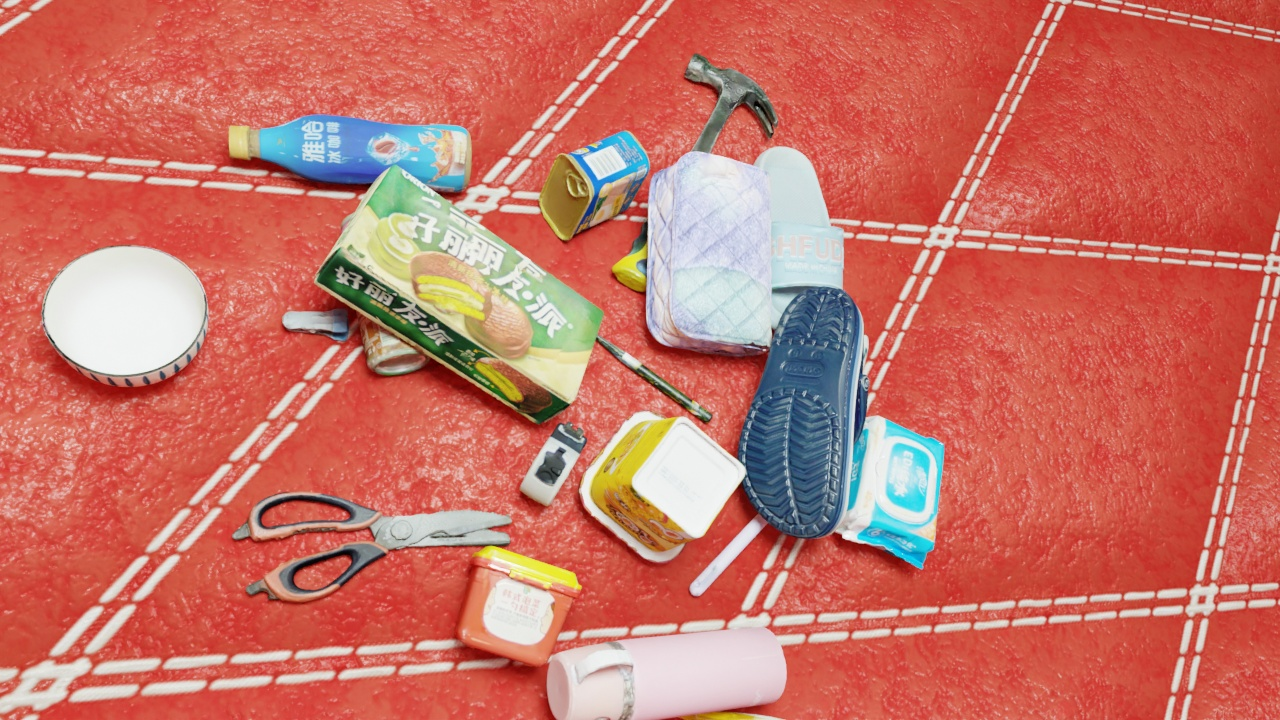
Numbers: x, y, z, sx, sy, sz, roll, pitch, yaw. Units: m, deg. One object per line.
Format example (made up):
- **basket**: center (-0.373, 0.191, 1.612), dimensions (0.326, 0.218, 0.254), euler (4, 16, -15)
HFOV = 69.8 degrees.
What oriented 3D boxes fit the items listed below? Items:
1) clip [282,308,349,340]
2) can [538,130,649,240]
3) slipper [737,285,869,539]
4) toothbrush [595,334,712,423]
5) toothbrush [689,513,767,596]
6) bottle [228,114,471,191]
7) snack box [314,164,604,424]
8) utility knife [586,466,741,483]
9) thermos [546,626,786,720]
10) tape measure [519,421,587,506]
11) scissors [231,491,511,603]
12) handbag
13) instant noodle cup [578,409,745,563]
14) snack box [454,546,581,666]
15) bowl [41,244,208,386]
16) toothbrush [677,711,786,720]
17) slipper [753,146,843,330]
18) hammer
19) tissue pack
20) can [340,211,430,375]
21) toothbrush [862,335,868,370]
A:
- **clip**: center (-0.292, -0.034, 0.826), dimensions (0.058, 0.041, 0.026), euler (4, 68, -12)
- **can**: center (-0.046, -0.178, 0.929), dimensions (0.083, 0.102, 0.057), euler (-31, 80, -31)
- **slipper**: center (0.166, 0.052, 0.895), dimensions (0.095, 0.105, 0.252), euler (37, 59, -52)
- **toothbrush**: center (-0.005, 0.005, 0.908), dimensions (0.186, 0.017, 0.012), euler (36, 99, -1)
- **toothbrush**: center (0.111, 0.160, 0.880), dimensions (0.029, 0.021, 0.188), euler (27, 54, 39)
- **bottle**: center (-0.275, -0.201, 0.880), dimensions (0.218, 0.065, 0.065), euler (1, 67, -18)
- **snack box**: center (-0.152, -0.054, 0.812), dimensions (0.240, 0.063, 0.114), euler (35, 47, -21)
- **utility knife**: center (0.044, 0.111, 0.883), dimensions (0.198, 0.021, 0.031), euler (2, 73, -23)
- **thermos**: center (0.026, 0.255, 0.753), dimensions (0.198, 0.087, 0.067), euler (5, 46, -28)
- **tape measure**: center (-0.079, 0.094, 0.815), dimensions (0.033, 0.066, 0.065), euler (30, 59, 1)
- **scissors**: center (-0.218, 0.158, 0.769), dimensions (0.205, 0.015, 0.196), euler (36, 59, -1)
- **handbag**: center (0.073, -0.106, 0.928), dimensions (0.134, 0.076, 0.193), euler (8, 80, -29)
- **instant noodle cup**: center (0.023, 0.106, 0.800), dimensions (0.116, 0.124, 0.115), euler (40, 71, -5)
- **snack box**: center (-0.104, 0.202, 0.753), dimensions (0.091, 0.082, 0.080), euler (21, 72, -9)
- **bowl**: center (-0.416, -0.029, 0.753), dimensions (0.116, 0.066, 0.116), euler (7, 66, -17)
- **toothbrush**: center (0.055, 0.305, 0.794), dimensions (0.191, 0.018, 0.016), euler (14, 47, -12)
- **slipper**: center (0.174, -0.137, 1.002), dimensions (0.104, 0.074, 0.245), euler (6, 64, -18)
- **hammer**: center (0.057, -0.206, 1.012), dimensions (0.126, 0.032, 0.322), euler (26, 62, 1)
- **tissue pack**: center (0.250, 0.128, 0.915), dimensions (0.090, 0.063, 0.139), euler (22, 61, -9)
- **can**: center (-0.233, -0.063, 0.836), dimensions (0.057, 0.058, 0.147), euler (-9, 70, -23)
- **toothbrush**: center (0.218, 0.049, 0.965), dimensions (0.016, 0.018, 0.191), euler (26, 61, -6)
